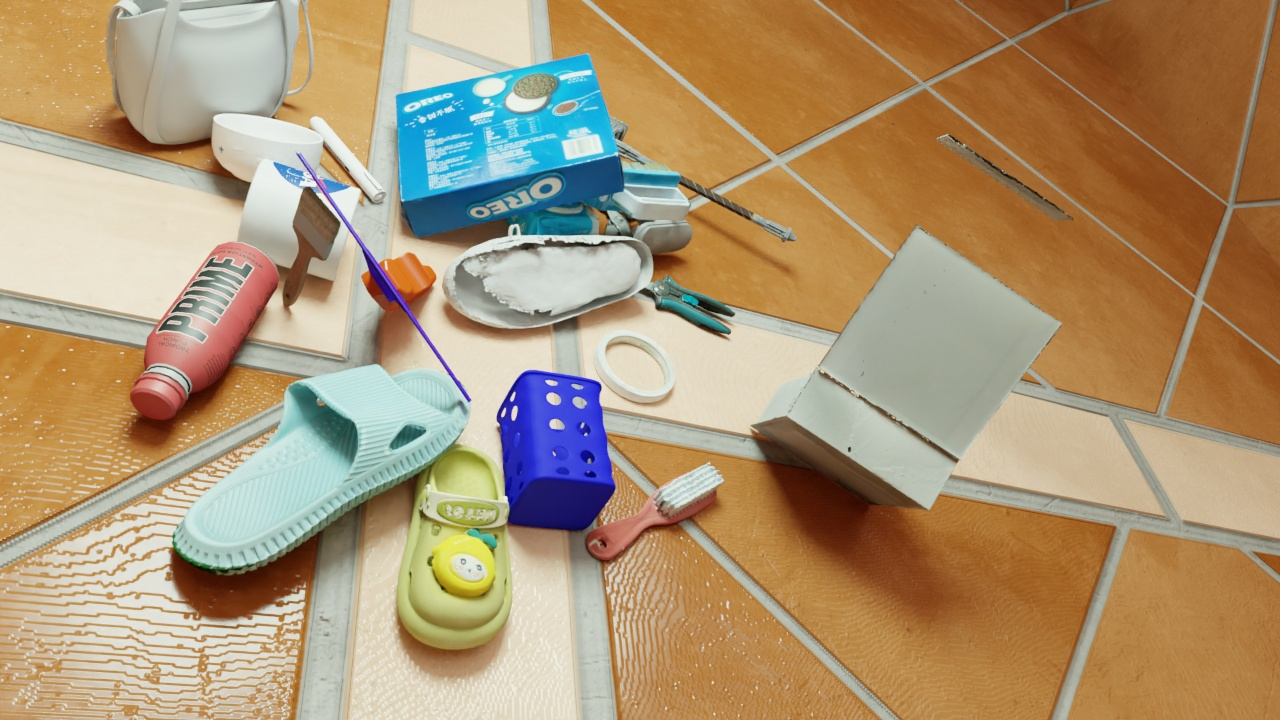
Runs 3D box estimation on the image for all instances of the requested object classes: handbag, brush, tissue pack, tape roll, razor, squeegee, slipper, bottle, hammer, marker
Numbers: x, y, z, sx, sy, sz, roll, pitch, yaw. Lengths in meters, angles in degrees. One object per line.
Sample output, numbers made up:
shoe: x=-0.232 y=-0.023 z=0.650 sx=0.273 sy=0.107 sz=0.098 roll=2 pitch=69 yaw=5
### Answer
handbag: x=-0.413 y=-0.330 z=0.901 sx=0.095 sy=0.223 sz=0.215 roll=44 pitch=42 yaw=11
brush: x=0.018 y=0.139 z=0.866 sx=0.171 sy=0.030 sz=0.041 roll=-22 pitch=64 yaw=-43
tissue pack: x=-0.110 y=-0.181 z=1.071 sx=0.092 sy=0.062 sz=0.144 roll=-7 pitch=55 yaw=-37
brush: x=-0.296 y=-0.090 z=0.803 sx=0.045 sy=0.143 sz=0.008 roll=49 pitch=45 yaw=5
tape roll: x=-0.006 y=0.006 z=0.993 sx=0.093 sy=0.013 sz=0.092 roll=17 pitch=43 yaw=-17
razor: x=-0.002 y=-0.182 z=1.139 sx=0.088 sy=0.047 sz=0.116 roll=-12 pitch=54 yaw=-43
squeegee: x=-0.223 y=-0.073 z=0.856 sx=0.249 sy=0.055 sz=0.184 roll=56 pitch=6 yaw=-6
slipper: x=-0.241 y=0.066 z=0.726 sx=0.116 sy=0.070 sz=0.275 roll=24 pitch=39 yaw=24
slipper: x=-0.138 y=0.134 z=0.735 sx=0.091 sy=0.082 sz=0.190 roll=16 pitch=41 yaw=-23
bottle: x=-0.362 y=-0.025 z=0.760 sx=0.062 sy=0.062 sz=0.176 roll=22 pitch=42 yaw=-12
slipper: x=-0.100 y=-0.095 z=0.987 sx=0.246 sy=0.075 sz=0.112 roll=-14 pitch=90 yaw=-38
hammer: x=0.062 y=-0.234 z=1.215 sx=0.322 sy=0.044 sz=0.098 roll=27 pitch=27 yaw=-1
brush: x=-0.014 y=-0.194 z=1.062 sx=0.135 sy=0.055 sz=0.075 roll=-4 pitch=44 yaw=-35
marker: x=-0.324 y=-0.224 z=1.010 sx=0.017 sy=0.020 sz=0.133 roll=-27 pitch=68 yaw=-41

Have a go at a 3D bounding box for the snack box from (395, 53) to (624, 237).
snack box: x=-0.152 y=-0.246 z=1.030 sx=0.239 sy=0.056 sz=0.195 roll=-13 pitch=52 yaw=-1

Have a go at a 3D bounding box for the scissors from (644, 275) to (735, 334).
scissors: x=0.049 y=-0.076 z=1.101 sx=0.138 sy=0.019 sz=0.129 roll=-17 pitch=67 yaw=-33

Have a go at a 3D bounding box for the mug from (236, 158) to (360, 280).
mug: x=-0.326 y=-0.135 z=0.881 sx=0.090 sy=0.091 sz=0.121 roll=16 pitch=9 yaw=-19

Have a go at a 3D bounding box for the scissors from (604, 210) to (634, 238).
scissors: x=-0.013 y=-0.195 z=1.185 sx=0.154 sy=0.015 sz=0.209 roll=3 pitch=50 yaw=-33

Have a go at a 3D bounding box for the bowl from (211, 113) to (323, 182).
bowl: x=-0.375 y=-0.208 z=0.922 sx=0.105 sy=0.054 sz=0.104 roll=13 pitch=21 yaw=-5

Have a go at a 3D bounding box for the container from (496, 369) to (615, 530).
container: x=-0.077 y=0.082 z=0.820 sx=0.084 sy=0.085 sz=0.113 roll=10 pitch=47 yaw=-24

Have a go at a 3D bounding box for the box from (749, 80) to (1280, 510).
box: x=0.277 y=-0.016 z=0.819 sx=0.167 sy=0.508 sz=0.148 roll=33 pitch=45 yaw=-1
